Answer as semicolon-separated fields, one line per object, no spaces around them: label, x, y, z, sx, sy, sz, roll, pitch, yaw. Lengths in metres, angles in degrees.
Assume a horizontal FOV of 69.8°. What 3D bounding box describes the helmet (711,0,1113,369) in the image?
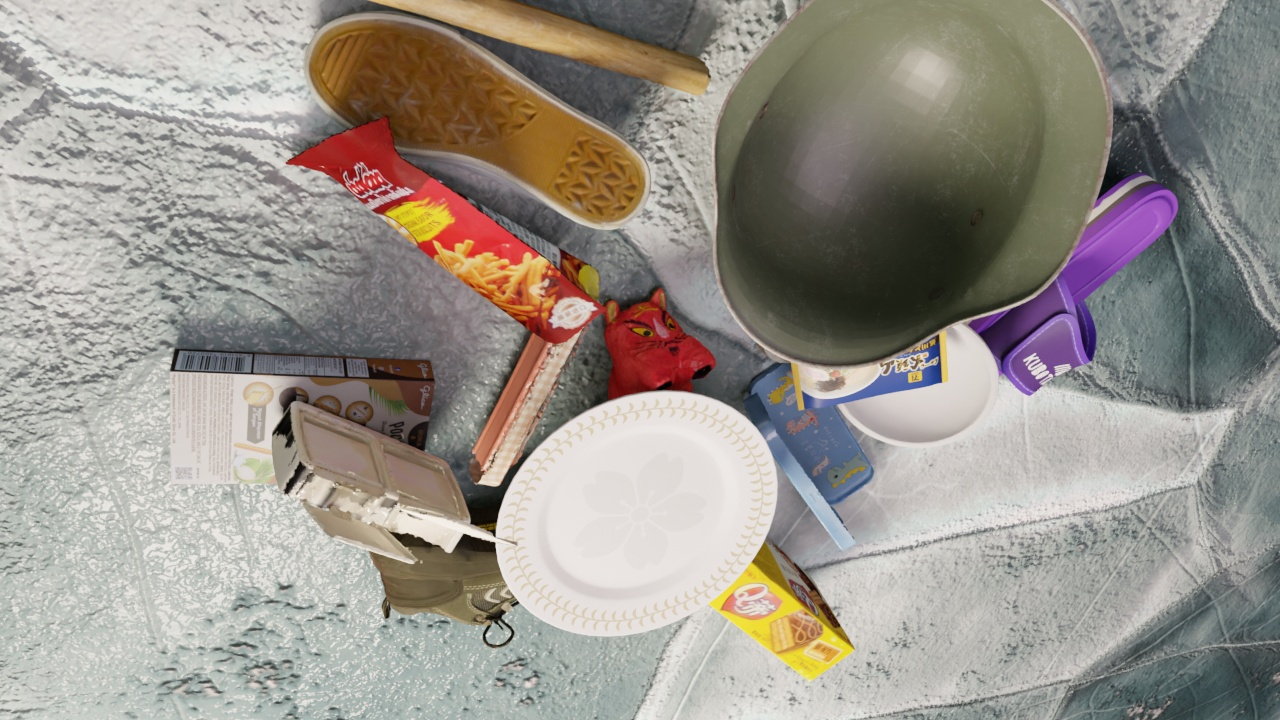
helmet;0.158;-0.127;0.618;0.227;0.153;0.268;26;115;-3

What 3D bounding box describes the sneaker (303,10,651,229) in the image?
sneaker;-0.103;-0.162;0.619;0.235;0.079;0.087;23;101;-12

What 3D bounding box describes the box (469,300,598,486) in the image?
box;-0.087;0.025;0.756;0.070;0.056;0.187;-8;133;-55

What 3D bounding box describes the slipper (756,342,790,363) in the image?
slipper;0.137;-0.105;0.754;0.115;0.052;0.263;-13;125;-13

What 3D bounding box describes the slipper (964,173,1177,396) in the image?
slipper;0.391;-0.043;0.842;0.267;0.084;0.107;-46;139;18

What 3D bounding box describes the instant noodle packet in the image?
instant noodle packet;0.199;-0.005;0.800;0.134;0.026;0.087;-11;120;6

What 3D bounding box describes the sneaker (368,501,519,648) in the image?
sneaker;-0.123;0.200;0.824;0.237;0.101;0.143;1;117;-15

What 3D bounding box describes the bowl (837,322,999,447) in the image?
bowl;0.253;0.009;0.850;0.150;0.043;0.150;11;125;16

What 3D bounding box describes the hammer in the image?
hammer;-0.094;-0.217;0.573;0.329;0.132;0.033;5;119;-35

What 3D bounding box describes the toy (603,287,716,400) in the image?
toy;-0.005;0.005;0.780;0.087;0.094;0.133;-18;159;-42

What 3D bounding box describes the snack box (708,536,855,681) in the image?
snack box;0.120;0.226;0.926;0.062;0.110;0.230;-40;126;8

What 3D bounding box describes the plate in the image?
plate;0.000;0.129;0.763;0.242;0.016;0.243;-8;118;-15

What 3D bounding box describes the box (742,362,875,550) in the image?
box;0.175;0.094;0.884;0.085;0.073;0.209;-38;126;1

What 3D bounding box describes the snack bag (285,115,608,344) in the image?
snack bag;-0.124;-0.093;0.629;0.208;0.139;0.066;37;73;-35

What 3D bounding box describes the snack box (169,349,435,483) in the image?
snack box;-0.262;0.047;0.717;0.185;0.031;0.101;3;120;-22

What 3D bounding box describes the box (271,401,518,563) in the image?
box;-0.177;0.095;0.650;0.144;0.188;0.058;28;92;-36
